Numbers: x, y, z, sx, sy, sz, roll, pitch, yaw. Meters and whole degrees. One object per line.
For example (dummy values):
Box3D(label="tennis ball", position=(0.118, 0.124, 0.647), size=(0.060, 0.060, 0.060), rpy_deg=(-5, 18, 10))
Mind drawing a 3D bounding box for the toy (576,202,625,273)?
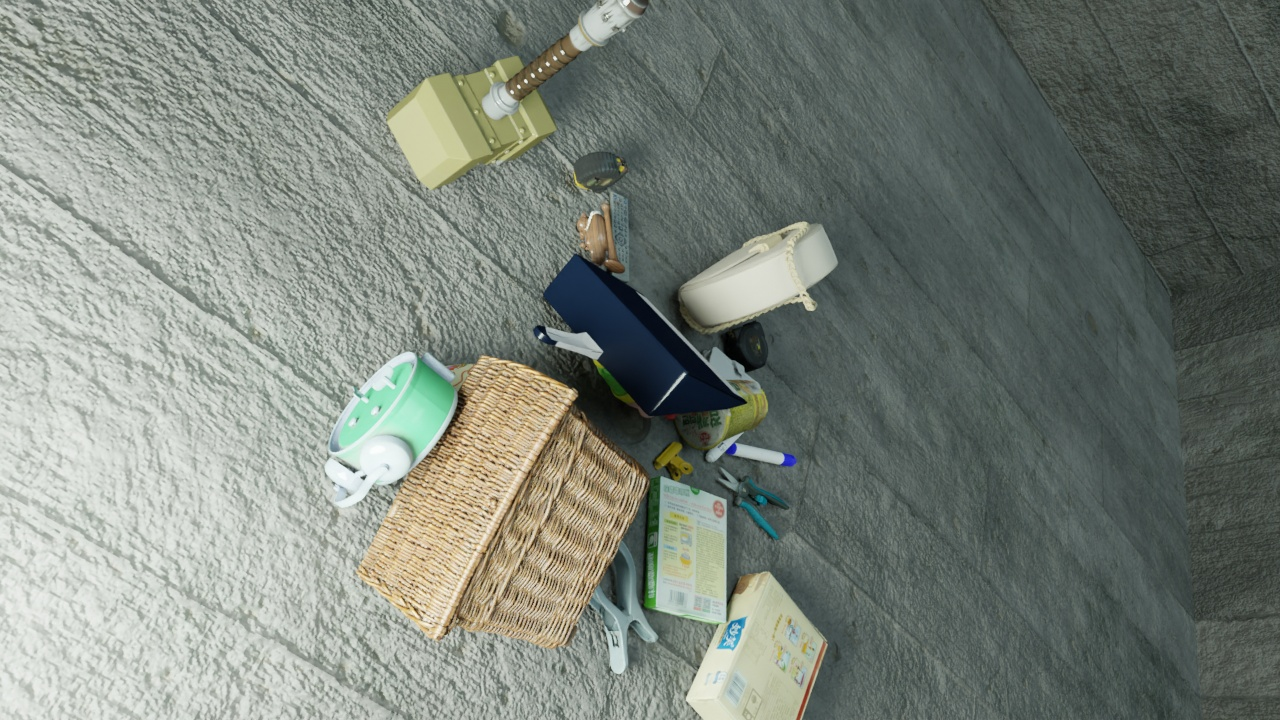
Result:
Box3D(label="toy", position=(-0.054, -0.158, 1.212), size=(0.041, 0.055, 0.101), rpy_deg=(28, 46, -53))

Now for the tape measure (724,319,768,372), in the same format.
Box3D(label="tape measure", position=(0.162, -0.020, 1.393), size=(0.071, 0.042, 0.072), rpy_deg=(-19, 90, -51))

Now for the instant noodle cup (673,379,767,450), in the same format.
Box3D(label="instant noodle cup", position=(0.116, 0.066, 1.261), size=(0.108, 0.102, 0.102), rpy_deg=(-9, 81, -44))

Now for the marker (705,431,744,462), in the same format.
Box3D(label="marker", position=(0.138, 0.104, 1.315), size=(0.133, 0.017, 0.020), rpy_deg=(-41, 99, -32))

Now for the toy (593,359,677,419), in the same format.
Box3D(label="toy", position=(-0.007, 0.007, 1.179), size=(0.131, 0.097, 0.124), rpy_deg=(8, 66, -17))

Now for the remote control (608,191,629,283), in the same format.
Box3D(label="remote control", position=(-0.030, -0.171, 1.275), size=(0.033, 0.013, 0.136), rpy_deg=(19, 61, -40))

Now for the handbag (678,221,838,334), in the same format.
Box3D(label="handbag", position=(0.176, -0.117, 1.320), size=(0.210, 0.209, 0.103), rpy_deg=(-36, 104, -47))

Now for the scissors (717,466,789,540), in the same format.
Box3D(label="scissors", position=(0.166, 0.203, 1.324), size=(0.148, 0.019, 0.122), rpy_deg=(-3, 80, -41))

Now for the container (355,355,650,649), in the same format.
Box3D(label="container", position=(-0.116, 0.152, 0.906), size=(0.183, 0.162, 0.249), rpy_deg=(37, 77, -41))

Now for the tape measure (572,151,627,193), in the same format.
Box3D(label="tape measure", position=(-0.057, -0.254, 1.241), size=(0.062, 0.067, 0.038), rpy_deg=(0, 74, -45))

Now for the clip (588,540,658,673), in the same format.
Box3D(label="clip", position=(-0.039, 0.282, 1.065), size=(0.107, 0.028, 0.163), rpy_deg=(-33, 105, -45))

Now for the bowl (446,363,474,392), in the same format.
Box3D(label="bowl", position=(-0.174, 0.053, 0.994), size=(0.118, 0.074, 0.117), rpy_deg=(19, 61, -40))

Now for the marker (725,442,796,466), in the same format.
Box3D(label="marker", position=(0.181, 0.140, 1.362), size=(0.141, 0.020, 0.020), rpy_deg=(15, 64, -41))

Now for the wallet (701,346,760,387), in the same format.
Box3D(label="wallet", position=(0.131, 0.040, 1.344), size=(0.116, 0.032, 0.086), rpy_deg=(34, 55, -32))

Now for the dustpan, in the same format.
Box3D(label="dustpan", position=(-0.023, -0.023, 1.114), size=(0.236, 0.080, 0.273), rpy_deg=(48, 12, 32))

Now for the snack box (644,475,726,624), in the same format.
Box3D(label="snack box", position=(0.061, 0.248, 1.192), size=(0.132, 0.027, 0.167), rpy_deg=(25, 57, -38))

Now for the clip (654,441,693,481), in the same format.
Box3D(label="clip", position=(0.044, 0.141, 1.228), size=(0.046, 0.035, 0.052), rpy_deg=(46, 42, 3))

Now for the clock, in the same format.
Box3D(label="clock", position=(-0.247, 0.068, 0.876), size=(0.075, 0.122, 0.161), rpy_deg=(44, 44, -26))

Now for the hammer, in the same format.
Box3D(label="hammer", position=(-0.115, -0.318, 1.015), size=(0.189, 0.326, 0.100), rpy_deg=(-36, 101, -47))

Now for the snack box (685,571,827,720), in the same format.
Box3D(label="snack box", position=(0.159, 0.407, 1.207), size=(0.153, 0.055, 0.206), rpy_deg=(52, 45, -18))
